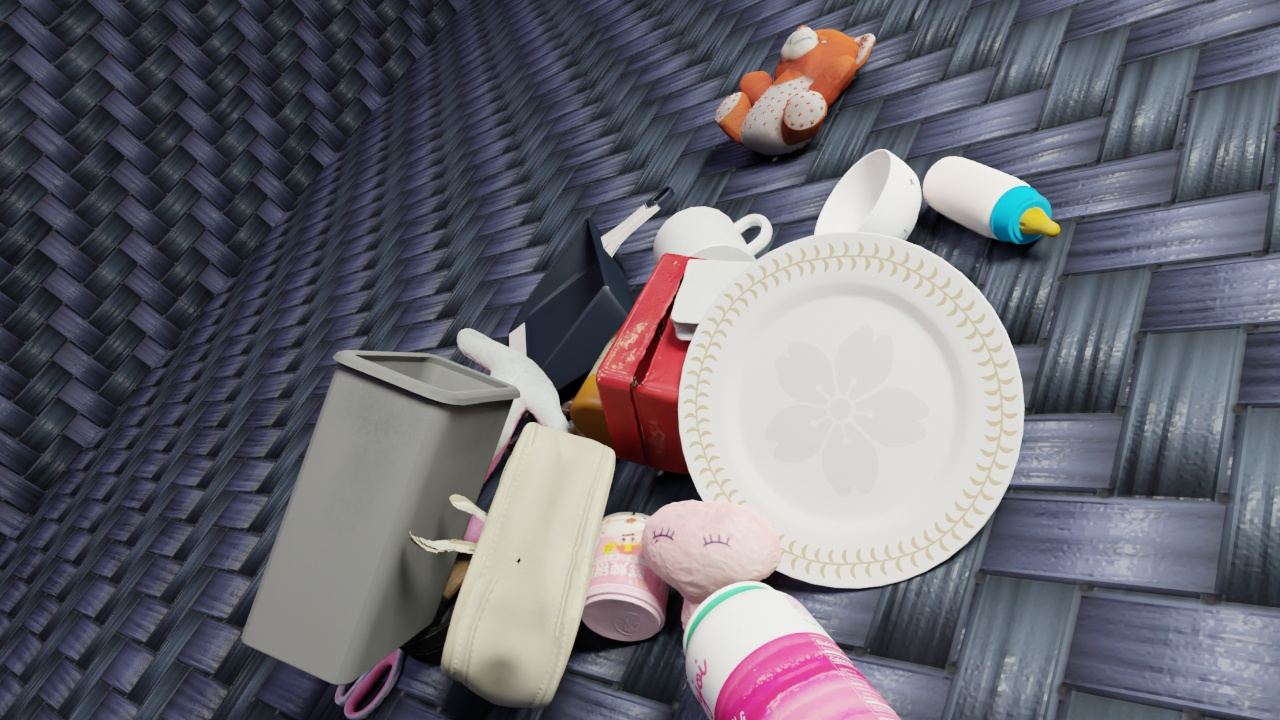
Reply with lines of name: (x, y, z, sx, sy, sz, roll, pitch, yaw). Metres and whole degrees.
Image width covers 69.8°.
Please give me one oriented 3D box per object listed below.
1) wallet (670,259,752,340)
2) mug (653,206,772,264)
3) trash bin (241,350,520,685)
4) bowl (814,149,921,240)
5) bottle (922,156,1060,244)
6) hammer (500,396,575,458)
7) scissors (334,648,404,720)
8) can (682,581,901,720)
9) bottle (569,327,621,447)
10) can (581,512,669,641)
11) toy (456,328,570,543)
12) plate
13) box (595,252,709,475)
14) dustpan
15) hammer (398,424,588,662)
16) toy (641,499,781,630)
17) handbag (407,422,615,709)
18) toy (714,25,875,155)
wallet: (0.086, -0.046, 0.717, 0.116, 0.032, 0.086, 4, 46, 20)
mug: (0.077, -0.102, 0.911, 0.121, 0.091, 0.090, -36, 32, 13)
trash bin: (-0.196, 0.111, 0.725, 0.191, 0.097, 0.220, 1, -71, -81)
bowl: (0.207, -0.129, 0.817, 0.105, 0.054, 0.104, -52, 20, 27)
bottle: (0.287, -0.126, 0.742, 0.051, 0.051, 0.146, -41, 31, 3)
hammer: (-0.120, 0.078, 0.968, 0.322, 0.044, 0.098, -33, 33, 11)
scissors: (-0.229, 0.265, 0.887, 0.174, 0.017, 0.077, -53, 34, -15)
can: (0.091, 0.205, 0.527, 0.088, 0.088, 0.166, -43, 31, -1)
bottle: (-0.005, 0.005, 0.884, 0.068, 0.068, 0.156, -9, 40, 42)
can: (-0.010, 0.167, 0.707, 0.067, 0.067, 0.076, -22, 36, 30)
toy: (-0.194, 0.102, 0.898, 0.265, 0.186, 0.128, -46, -8, -9)
plate: (0.136, 0.033, 0.633, 0.243, 0.016, 0.242, -2, 86, 32)
box: (0.028, 0.001, 0.786, 0.087, 0.129, 0.158, 10, 54, 20)
dustpan: (-0.060, -0.087, 1.028, 0.273, 0.080, 0.236, -33, 26, 8)
hammer: (-0.123, 0.151, 0.880, 0.305, 0.040, 0.132, -48, 34, -12)
toy: (0.052, 0.148, 0.642, 0.109, 0.105, 0.053, -11, 7, 35)
handbag: (-0.105, 0.149, 0.725, 0.184, 0.132, 0.228, 114, 175, -60)
toy: (0.183, -0.317, 1.053, 0.172, 0.093, 0.164, -52, 31, -17)
